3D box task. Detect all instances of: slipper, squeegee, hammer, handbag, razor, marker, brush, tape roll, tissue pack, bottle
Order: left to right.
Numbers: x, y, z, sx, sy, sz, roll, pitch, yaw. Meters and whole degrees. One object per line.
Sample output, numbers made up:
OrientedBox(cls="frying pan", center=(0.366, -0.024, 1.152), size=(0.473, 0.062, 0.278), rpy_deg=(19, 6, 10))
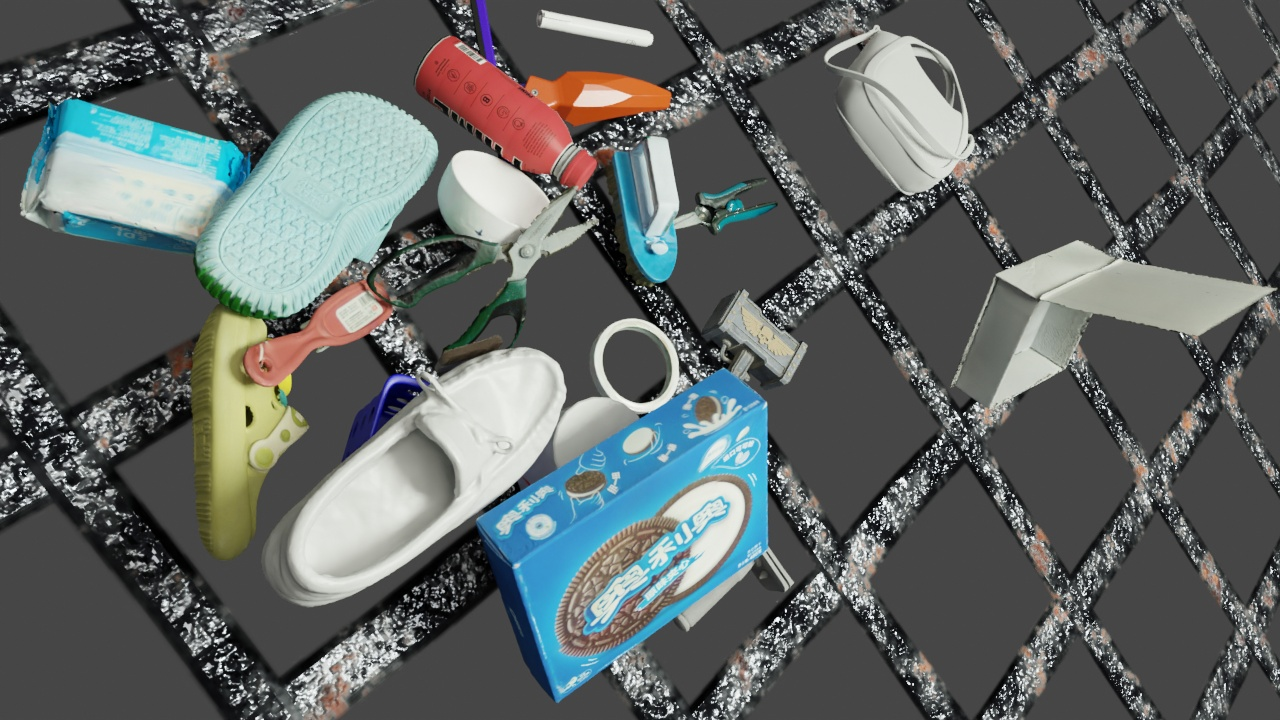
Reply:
OrientedBox(cls="tissue pack", center=(-0.375, -0.131, 0.694), size=(0.144, 0.062, 0.092), rpy_deg=(12, 72, -25))
OrientedBox(cls="slipper", center=(-0.285, 0.049, 0.678), size=(0.081, 0.092, 0.190), rpy_deg=(2, 78, -31))
OrientedBox(cls="brush", center=(-0.250, -0.019, 0.705), size=(0.041, 0.030, 0.172), rpy_deg=(57, 27, -11))
OrientedBox(cls="slipper", center=(-0.261, -0.125, 0.744), size=(0.116, 0.070, 0.275), rpy_deg=(38, 45, -17))
OrientedBox(cls="slipper", center=(-0.144, 0.070, 0.628), size=(0.246, 0.075, 0.112), rpy_deg=(-40, 112, -33))
OrientedBox(cls="brush", center=(-0.146, 0.007, 0.732), size=(0.045, 0.143, 0.008), rpy_deg=(-18, 84, -23))
OrientedBox(cls="bottle", center=(-0.119, -0.220, 0.839), size=(0.176, 0.062, 0.062), rpy_deg=(37, 61, 0))
OrientedBox(cls="squeegee", center=(-0.056, -0.260, 0.909), size=(0.184, 0.055, 0.249), rpy_deg=(-7, 79, -22))
OrientedBox(cls="marker", center=(-0.045, -0.348, 0.962), size=(0.133, 0.020, 0.017), rpy_deg=(0, 86, -29))
OrientedBox(cls="tape roll", center=(-0.005, 0.005, 0.887), size=(0.093, 0.013, 0.093), rpy_deg=(9, 72, -27))
OrientedBox(cls="brush", center=(0.009, -0.143, 0.901), size=(0.055, 0.075, 0.135), rpy_deg=(-3, 77, -29))
OrientedBox(cls="hammer", center=(0.052, 0.080, 0.884), size=(0.098, 0.044, 0.321), rpy_deg=(40, 63, -14))
OrientedBox(cls="razor", center=(0.077, 0.209, 0.860), size=(0.116, 0.047, 0.088), rpy_deg=(-37, 95, -24))
OrientedBox(cls="handbag", center=(0.337, -0.333, 1.129), size=(0.216, 0.096, 0.222), rpy_deg=(48, 54, -12))

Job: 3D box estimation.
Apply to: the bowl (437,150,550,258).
OrientedBox(cls="bowl", center=(-0.133, -0.133, 0.819), size=(0.105, 0.054, 0.104), rpy_deg=(29, 30, -19))

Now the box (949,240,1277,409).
OrientedBox(cls="box", center=(0.530, -0.095, 0.923), size=(0.166, 0.508, 0.148), rpy_deg=(-21, 82, -31))

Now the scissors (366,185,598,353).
OrientedBox(cls="scissors", center=(-0.134, -0.086, 0.768), size=(0.154, 0.015, 0.209), rpy_deg=(35, 95, -24))

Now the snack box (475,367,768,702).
OrientedBox(cls="snack box", center=(0.000, 0.141, 0.737), size=(0.238, 0.196, 0.056), rpy_deg=(-30, 47, -22))

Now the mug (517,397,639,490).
OrientedBox(cls="mug", center=(-0.037, 0.090, 0.799), size=(0.121, 0.090, 0.091), rpy_deg=(20, 67, -23))

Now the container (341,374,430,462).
OrientedBox(cls="container", center=(-0.179, 0.072, 0.712), size=(0.085, 0.114, 0.084), rpy_deg=(20, 67, -23))

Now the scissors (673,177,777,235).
OrientedBox(cls="scissors", center=(0.093, -0.159, 0.986), size=(0.138, 0.019, 0.128), rpy_deg=(24, 66, -19))
